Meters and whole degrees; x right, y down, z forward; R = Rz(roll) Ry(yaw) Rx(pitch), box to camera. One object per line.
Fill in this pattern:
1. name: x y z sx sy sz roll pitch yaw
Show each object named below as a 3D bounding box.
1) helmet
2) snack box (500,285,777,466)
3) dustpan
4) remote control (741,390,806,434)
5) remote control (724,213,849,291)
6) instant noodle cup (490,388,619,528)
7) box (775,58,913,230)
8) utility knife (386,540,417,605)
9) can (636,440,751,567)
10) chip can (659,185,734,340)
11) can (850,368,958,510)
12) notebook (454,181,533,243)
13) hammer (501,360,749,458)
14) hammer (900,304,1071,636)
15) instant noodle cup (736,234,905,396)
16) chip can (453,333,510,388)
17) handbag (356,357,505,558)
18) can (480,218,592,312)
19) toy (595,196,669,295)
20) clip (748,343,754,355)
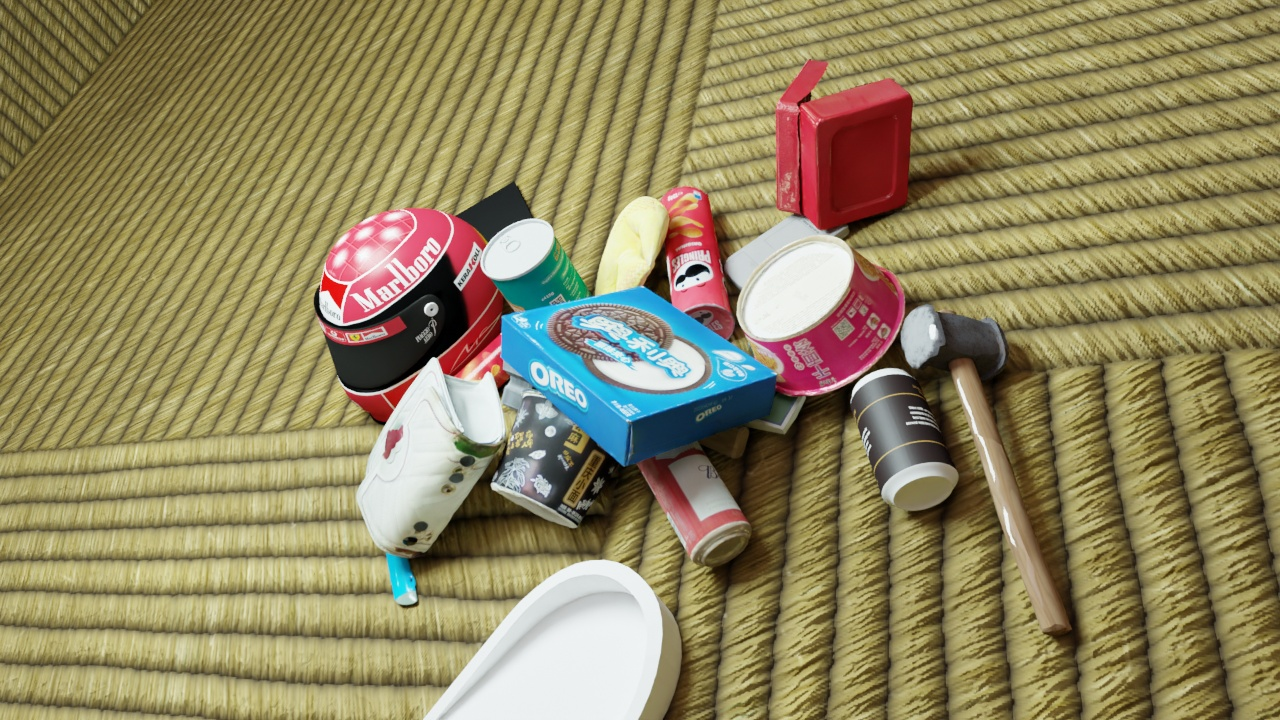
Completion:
1. helmet: -0.310 -0.077 1.202 0.270 0.225 0.198 -45 47 -15
2. snack box: -0.006 0.006 0.969 0.195 0.056 0.239 -16 36 -35
3. dustpan: -0.081 0.310 0.869 0.257 0.053 0.191 -43 46 -11
4. remote control: 0.111 0.045 1.013 0.143 0.024 0.049 16 62 39
5. remote control: 0.178 -0.137 1.136 0.151 0.019 0.074 -34 45 -4
6. instant noodle cup: -0.092 0.112 0.997 0.137 0.137 0.112 14 70 35
7. box: 0.242 -0.248 1.088 0.156 0.158 0.146 19 52 26
8. utility knife: -0.295 0.202 1.103 0.031 0.015 0.224 -27 48 3
9. can: 0.046 0.125 0.931 0.067 0.067 0.170 -32 55 0
10. chip can: 0.067 -0.122 1.147 0.073 0.073 0.232 -18 46 14
11. can: 0.251 0.075 0.880 0.072 0.072 0.128 -20 46 12
12. notebook: -0.264 -0.185 1.414 0.207 0.016 0.149 -30 44 2
13. hammer: -0.023 0.042 1.054 0.323 0.051 0.117 19 98 31
14. hammer: 0.321 0.087 0.836 0.098 0.052 0.327 10 52 -21
15. instant noodle cup: 0.178 -0.057 0.965 0.179 0.077 0.178 -28 39 25
16. chip can: -0.238 0.055 1.171 0.214 0.052 0.052 -44 46 -12
17. handbag: -0.238 0.111 1.035 0.199 0.096 0.141 -52 37 25
18. can: -0.125 -0.094 1.171 0.099 0.144 0.099 -15 47 16
19. toy: -0.013 -0.131 1.163 0.154 0.064 0.171 -93 27 -50
20. clip: 0.185 -0.049 1.054 0.121 0.031 0.130 25 68 45
